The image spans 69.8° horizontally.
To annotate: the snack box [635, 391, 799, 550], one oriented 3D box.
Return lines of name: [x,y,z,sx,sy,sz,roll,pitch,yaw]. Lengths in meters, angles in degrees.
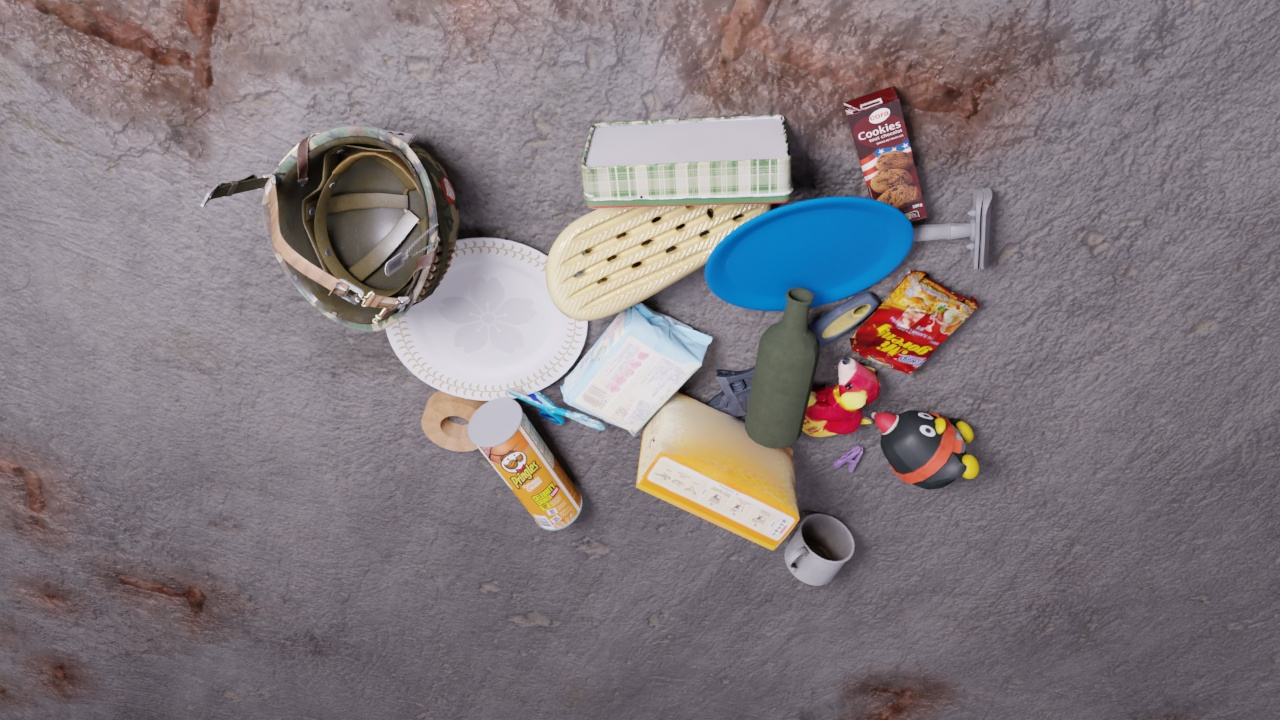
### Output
snack box: [0.101,0.127,1.148,0.195,0.144,0.081,26,119,-10]

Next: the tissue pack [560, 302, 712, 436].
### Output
tissue pack: [-0.007,0.007,1.129,0.112,0.069,0.182,29,125,-18]

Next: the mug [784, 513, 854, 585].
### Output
mug: [0.246,0.277,1.320,0.113,0.084,0.071,-16,144,-34]

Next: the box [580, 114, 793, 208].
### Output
box: [0.047,-0.200,0.918,0.205,0.117,0.050,-2,126,4]

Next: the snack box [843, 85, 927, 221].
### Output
snack box: [0.254,-0.206,0.948,0.051,0.031,0.141,-15,128,17]

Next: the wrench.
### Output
wrench: [0.179,-0.003,1.135,0.073,0.022,0.274,38,124,-24]

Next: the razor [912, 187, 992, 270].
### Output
razor: [0.318,-0.140,0.998,0.116,0.047,0.088,-1,131,16]

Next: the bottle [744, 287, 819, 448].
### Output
bottle: [0.171,0.009,1.085,0.071,0.071,0.207,5,128,0]

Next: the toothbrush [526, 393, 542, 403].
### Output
toothbrush: [-0.186,0.017,1.189,0.182,0.018,0.016,33,127,-25]

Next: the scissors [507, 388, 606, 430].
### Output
scissors: [-0.113,0.065,1.184,0.134,0.012,0.134,22,165,-17]

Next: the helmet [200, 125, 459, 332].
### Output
helmet: [-0.284,-0.133,0.921,0.192,0.235,0.225,42,135,0]

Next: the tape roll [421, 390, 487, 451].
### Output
tape roll: [-0.246,0.081,1.238,0.094,0.027,0.094,2,131,3]

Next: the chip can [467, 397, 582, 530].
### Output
chip can: [-0.150,0.143,1.231,0.075,0.075,0.215,-12,138,14]

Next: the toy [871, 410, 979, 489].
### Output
toy: [0.356,0.108,1.170,0.119,0.097,0.100,33,130,-18]

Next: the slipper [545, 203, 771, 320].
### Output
slipper: [0.015,-0.140,1.000,0.261,0.079,0.111,-26,112,4]

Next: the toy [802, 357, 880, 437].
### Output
toy: [0.250,0.057,1.158,0.105,0.067,0.138,25,136,-20]

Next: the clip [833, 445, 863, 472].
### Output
clip: [0.283,0.135,1.253,0.046,0.014,0.050,0,134,8]

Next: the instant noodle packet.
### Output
instant noodle packet: [0.321,-0.043,1.080,0.098,0.039,0.136,20,129,-22]

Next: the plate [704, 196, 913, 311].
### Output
plate: [0.180,-0.118,0.995,0.224,0.024,0.225,-6,155,-3]

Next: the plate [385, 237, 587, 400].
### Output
plate: [-0.186,-0.048,1.116,0.242,0.016,0.243,-3,129,-4]
